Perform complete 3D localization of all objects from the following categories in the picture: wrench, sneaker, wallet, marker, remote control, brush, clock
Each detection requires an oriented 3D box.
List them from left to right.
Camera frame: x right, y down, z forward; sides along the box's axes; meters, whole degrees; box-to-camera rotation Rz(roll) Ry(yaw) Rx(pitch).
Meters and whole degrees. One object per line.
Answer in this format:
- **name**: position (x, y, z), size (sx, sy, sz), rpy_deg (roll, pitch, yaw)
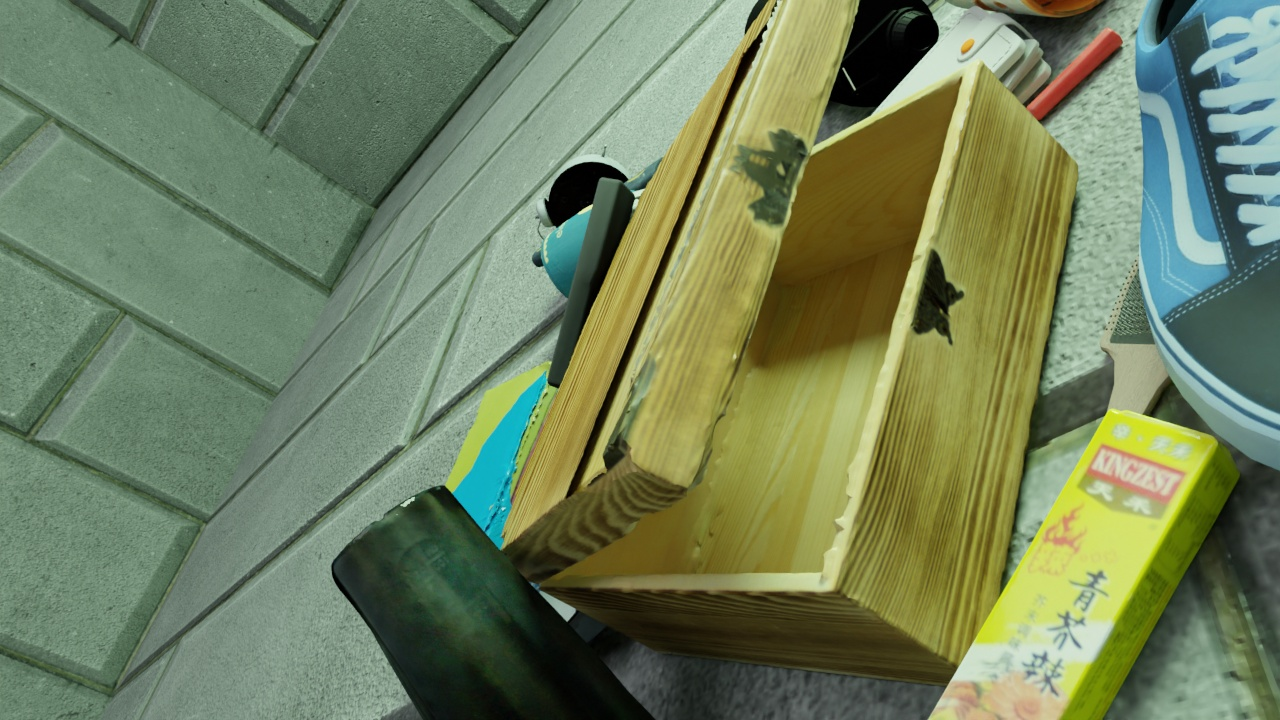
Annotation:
- **clock**: position (-0.059, -0.166, 0.989), size (0.123, 0.094, 0.035), rpy_deg (-39, 24, 21)
- **remote control**: position (-0.030, -0.047, 0.581), size (0.015, 0.032, 0.136), rpy_deg (11, 82, 25)
- **wrench**: position (-0.007, -0.174, 0.933), size (0.274, 0.022, 0.073), rpy_deg (-32, 18, 24)
- **wallet**: position (0.194, -0.154, 0.567), size (0.119, 0.037, 0.115), rpy_deg (-48, 24, 26)
- **marker**: position (0.215, -0.131, 0.528), size (0.142, 0.013, 0.012), rpy_deg (-46, 25, 21)
- **brush**: position (0.204, -0.001, 0.373), size (0.135, 0.015, 0.050), rpy_deg (-61, 25, -12)
- **sneaker**: position (0.216, -0.076, 0.327), size (0.084, 0.098, 0.240), rpy_deg (-13, 44, 32)

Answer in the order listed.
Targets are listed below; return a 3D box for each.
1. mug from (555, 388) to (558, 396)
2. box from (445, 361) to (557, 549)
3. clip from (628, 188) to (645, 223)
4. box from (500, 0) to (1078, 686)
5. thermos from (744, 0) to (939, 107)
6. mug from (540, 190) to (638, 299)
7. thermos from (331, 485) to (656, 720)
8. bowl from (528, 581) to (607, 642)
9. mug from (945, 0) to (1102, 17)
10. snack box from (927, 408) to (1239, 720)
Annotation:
- **mug**: position (-0.004, 0.004, 0.655), size (0.082, 0.118, 0.098), rpy_deg (0, 57, 19)
- **box**: position (-0.109, 0.121, 0.740), size (0.125, 0.079, 0.220), rpy_deg (-25, 40, 48)
- **clip**: position (0.047, -0.088, 0.691), size (0.152, 0.126, 0.101), rpy_deg (82, 173, -70)
- **box**: position (0.047, -0.008, 0.477), size (0.252, 0.192, 0.278), rpy_deg (-22, 42, 55)
- **thermos**: position (0.152, -0.243, 0.700), size (0.086, 0.086, 0.198), rpy_deg (-51, 24, 9)
- **mug**: position (-0.024, -0.117, 0.895), size (0.104, 0.084, 0.111), rpy_deg (-31, 4, 36)
- **thermos**: position (-0.048, 0.161, 0.416), size (0.098, 0.221, 0.098), rpy_deg (-39, -13, -11)
- **bowl**: position (-0.038, 0.145, 0.606), size (0.114, 0.045, 0.114), rpy_deg (-42, 27, 27)
- **mug**: position (0.236, -0.257, 0.565), size (0.082, 0.082, 0.105), rpy_deg (-51, 23, 10)
- **snack box**: position (0.154, 0.089, 0.326), size (0.040, 0.029, 0.148), rpy_deg (26, 82, 54)
